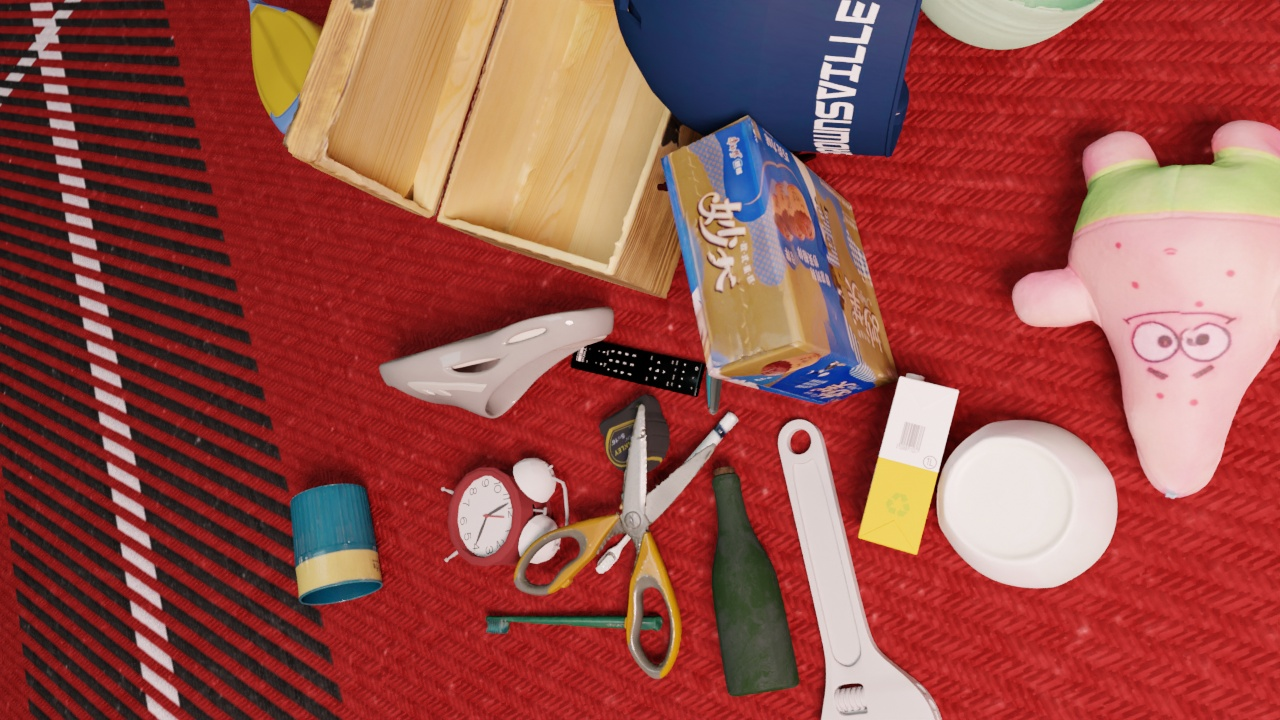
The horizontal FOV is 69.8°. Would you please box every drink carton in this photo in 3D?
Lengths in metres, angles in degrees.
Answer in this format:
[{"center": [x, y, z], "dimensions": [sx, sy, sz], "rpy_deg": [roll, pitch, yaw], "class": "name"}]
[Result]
[{"center": [0.191, 0.071, 0.655], "dimensions": [0.040, 0.058, 0.122], "rpy_deg": [15, 89, 15], "class": "drink carton"}]

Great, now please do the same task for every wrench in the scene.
[{"center": [0.157, 0.173, 0.689], "dimensions": [0.087, 0.018, 0.273], "rpy_deg": [-19, 70, 28], "class": "wrench"}]

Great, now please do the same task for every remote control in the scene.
[{"center": [-0.005, 0.005, 0.829], "dimensions": [0.140, 0.009, 0.030], "rpy_deg": [12, 87, 34], "class": "remote control"}]

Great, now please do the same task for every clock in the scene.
[{"center": [-0.124, 0.143, 0.855], "dimensions": [0.138, 0.048, 0.096], "rpy_deg": [-15, 73, 31], "class": "clock"}]

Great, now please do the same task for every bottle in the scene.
[{"center": [0.080, 0.168, 0.717], "dimensions": [0.055, 0.055, 0.174], "rpy_deg": [-20, 67, 28], "class": "bottle"}]

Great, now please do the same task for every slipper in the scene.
[{"center": [-0.133, 0.013, 0.861], "dimensions": [0.266, 0.112, 0.080], "rpy_deg": [-14, 93, 31], "class": "slipper"}]

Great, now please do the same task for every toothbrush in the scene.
[{"center": [-0.064, 0.236, 0.818], "dimensions": [0.190, 0.016, 0.017], "rpy_deg": [-10, 73, 31], "class": "toothbrush"}, {"center": [0.021, 0.116, 0.787], "dimensions": [0.012, 0.017, 0.187], "rpy_deg": [39, 104, -1], "class": "toothbrush"}]

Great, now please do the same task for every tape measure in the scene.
[{"center": [-0.002, 0.068, 0.800], "dimensions": [0.062, 0.034, 0.061], "rpy_deg": [-33, 60, 37], "class": "tape measure"}]

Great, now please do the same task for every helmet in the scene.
[{"center": [0.095, -0.279, 0.647], "dimensions": [0.223, 0.232, 0.271], "rpy_deg": [16, 67, 15], "class": "helmet"}]

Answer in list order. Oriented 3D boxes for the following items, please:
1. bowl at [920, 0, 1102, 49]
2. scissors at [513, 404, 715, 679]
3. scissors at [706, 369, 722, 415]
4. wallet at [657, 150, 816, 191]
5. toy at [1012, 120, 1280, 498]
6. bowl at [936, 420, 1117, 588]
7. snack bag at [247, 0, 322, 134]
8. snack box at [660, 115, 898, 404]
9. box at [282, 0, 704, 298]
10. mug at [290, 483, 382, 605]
[{"center": [0.252, -0.281, 0.659], "dimensions": [0.077, 0.150, 0.150], "rpy_deg": [119, 138, -62], "class": "bowl"}, {"center": [-0.022, 0.150, 0.773], "dimensions": [0.217, 0.016, 0.225], "rpy_deg": [-2, 87, 24], "class": "scissors"}, {"center": [0.090, -0.024, 0.769], "dimensions": [0.125, 0.019, 0.154], "rpy_deg": [16, 91, 33], "class": "scissors"}, {"center": [0.081, -0.159, 0.748], "dimensions": [0.092, 0.115, 0.018], "rpy_deg": [5, 116, 33], "class": "wallet"}, {"center": [0.334, -0.033, 0.572], "dimensions": [0.192, 0.096, 0.236], "rpy_deg": [1, 89, 41], "class": "toy"}, {"center": [0.252, 0.094, 0.613], "dimensions": [0.117, 0.065, 0.116], "rpy_deg": [-7, 78, 31], "class": "bowl"}, {"center": [-0.342, -0.317, 1.019], "dimensions": [0.102, 0.158, 0.205], "rpy_deg": [-45, 59, 18], "class": "snack bag"}, {"center": [0.105, -0.059, 0.651], "dimensions": [0.069, 0.202, 0.155], "rpy_deg": [-19, 73, 28], "class": "snack box"}, {"center": [-0.122, -0.247, 0.773], "dimensions": [0.284, 0.323, 0.279], "rpy_deg": [20, 93, 36], "class": "box"}, {"center": [-0.324, 0.197, 0.961], "dimensions": [0.114, 0.083, 0.107], "rpy_deg": [-44, 56, 50], "class": "mug"}]
